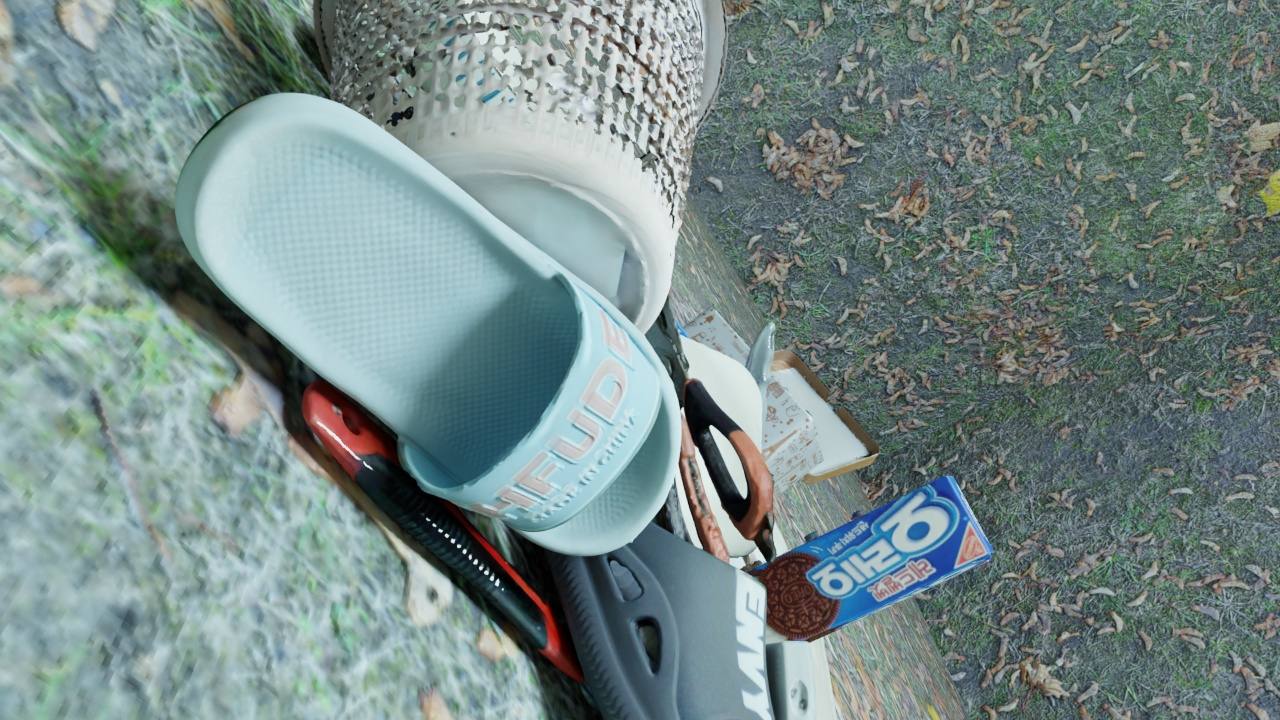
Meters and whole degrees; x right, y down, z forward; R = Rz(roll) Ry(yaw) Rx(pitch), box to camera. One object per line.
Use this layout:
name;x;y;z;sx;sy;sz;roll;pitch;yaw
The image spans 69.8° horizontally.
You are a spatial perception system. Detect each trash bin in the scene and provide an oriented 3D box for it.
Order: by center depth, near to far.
trash bin;-0.062;-0.104;0.456;0.227;0.228;0.191;50;29;-44

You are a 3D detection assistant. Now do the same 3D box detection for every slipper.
slipper;-0.060;0.002;0.351;0.245;0.104;0.074;45;1;-37
slipper;0.010;0.112;0.461;0.268;0.083;0.110;60;6;35
slipper;0.107;0.240;0.679;0.273;0.054;0.114;-74;142;-66

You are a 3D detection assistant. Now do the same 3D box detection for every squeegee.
squeegee;0.098;0.091;0.793;0.247;0.040;0.249;-6;97;-66

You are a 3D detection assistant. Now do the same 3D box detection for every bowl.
bowl;-0.135;-0.229;0.728;0.116;0.066;0.116;54;16;-25

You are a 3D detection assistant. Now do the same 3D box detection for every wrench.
wrench;-0.055;0.109;0.405;0.273;0.016;0.056;56;8;-27

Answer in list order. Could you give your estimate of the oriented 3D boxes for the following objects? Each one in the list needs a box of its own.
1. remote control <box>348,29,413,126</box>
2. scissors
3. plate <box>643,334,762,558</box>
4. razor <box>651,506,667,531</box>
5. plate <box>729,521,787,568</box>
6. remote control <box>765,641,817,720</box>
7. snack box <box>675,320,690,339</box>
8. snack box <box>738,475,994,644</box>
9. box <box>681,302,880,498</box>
remote control;-0.157;-0.158;0.577;0.136;0.024;0.053;49;17;-42
scissors;0.029;0.017;0.524;0.015;0.206;0.197;-5;23;-34
plate;0.017;0.054;0.652;0.164;0.034;0.163;23;54;-27
razor;-0.010;0.066;0.572;0.062;0.067;0.167;110;-26;-72
plate;0.090;0.143;0.898;0.266;0.034;0.161;54;13;-32
remote control;0.063;0.188;0.509;0.135;0.019;0.056;124;-32;-65
snack box;0.027;0.006;0.806;0.157;0.026;0.085;53;-24;25
snack box;0.121;0.145;0.596;0.058;0.208;0.057;66;12;23
box;0.139;0.054;1.001;0.273;0.125;0.179;14;33;-55
